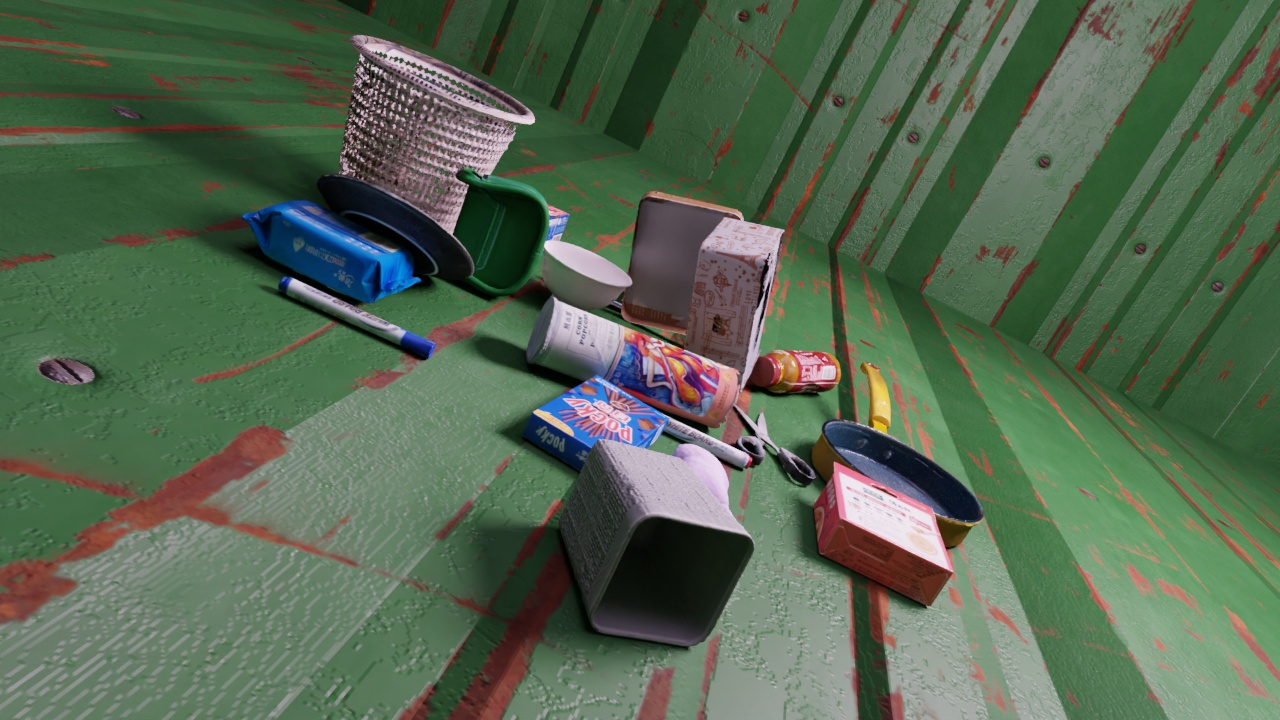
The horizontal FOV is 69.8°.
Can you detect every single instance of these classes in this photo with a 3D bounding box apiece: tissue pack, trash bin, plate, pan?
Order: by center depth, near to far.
[{"bbox_3d":[-0.296,-0.105,0.887,0.157,0.052,0.094,27,15,1],"label":"tissue pack"},{"bbox_3d":[-0.254,-0.128,0.944,0.179,0.024,0.180,23,-16,7],"label":"plate"},{"bbox_3d":[0.294,0.093,1.098,0.197,0.078,0.356,24,18,-7],"label":"pan"},{"bbox_3d":[-0.268,-0.255,1.110,0.227,0.192,0.227,24,19,-9],"label":"trash bin"}]

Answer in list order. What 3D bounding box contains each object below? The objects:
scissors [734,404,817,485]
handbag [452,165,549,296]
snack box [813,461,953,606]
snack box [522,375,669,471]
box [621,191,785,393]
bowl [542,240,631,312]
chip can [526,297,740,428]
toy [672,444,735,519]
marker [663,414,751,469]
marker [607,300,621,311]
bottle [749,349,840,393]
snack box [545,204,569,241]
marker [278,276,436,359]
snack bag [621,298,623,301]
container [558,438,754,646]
[{"bbox_3d":[0.136,0.086,1.009,0.159,0.014,0.170,37,19,31],"label":"scissors"},{"bbox_3d":[-0.169,-0.144,1.047,0.120,0.131,0.068,18,10,-11],"label":"handbag"},{"bbox_3d":[0.226,0.161,0.871,0.113,0.044,0.127,26,19,1],"label":"snack box"},{"bbox_3d":[-0.036,0.059,0.828,0.084,0.026,0.156,30,18,10],"label":"snack box"},{"bbox_3d":[0.058,-0.089,1.105,0.193,0.183,0.156,14,27,12],"label":"box"},{"bbox_3d":[-0.077,-0.093,1.131,0.118,0.065,0.118,23,17,-8],"label":"bowl"},{"bbox_3d":[-0.006,0.006,0.947,0.214,0.071,0.071,21,19,-18],"label":"chip can"},{"bbox_3d":[0.055,0.106,0.801,0.084,0.039,0.108,39,12,-8],"label":"toy"},{"bbox_3d":[0.044,0.072,0.916,0.145,0.017,0.017,26,18,-1],"label":"marker"},{"bbox_3d":[-0.066,-0.089,1.216,0.124,0.015,0.018,24,22,-12],"label":"marker"},{"bbox_3d":[0.206,0.015,1.227,0.057,0.057,0.174,38,21,32],"label":"bottle"},{"bbox_3d":[-0.163,-0.182,1.276,0.058,0.057,0.207,26,18,8],"label":"snack box"},{"bbox_3d":[-0.253,-0.038,0.819,0.146,0.017,0.016,25,18,-4],"label":"marker"},{"bbox_3d":[-0.004,-0.090,1.284,0.048,0.026,0.104,17,20,-7],"label":"snack bag"},{"bbox_3d":[0.003,0.117,0.623,0.090,0.090,0.114,17,17,-26],"label":"container"}]
